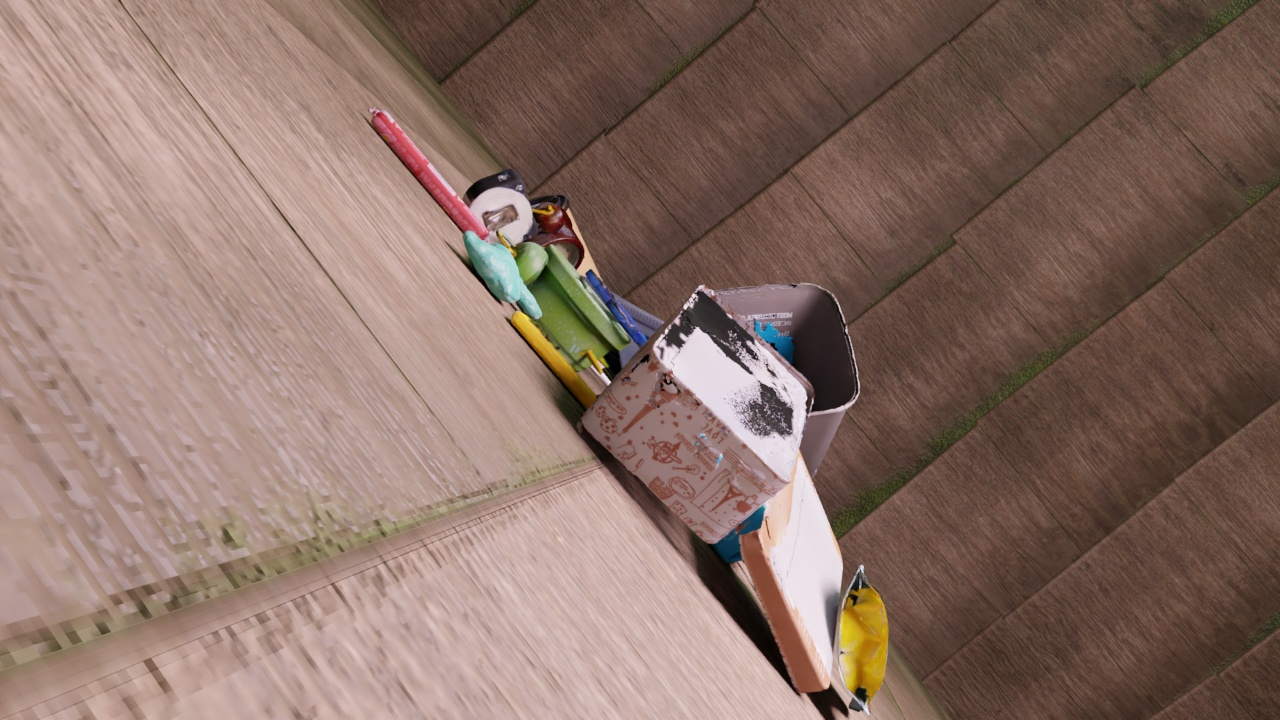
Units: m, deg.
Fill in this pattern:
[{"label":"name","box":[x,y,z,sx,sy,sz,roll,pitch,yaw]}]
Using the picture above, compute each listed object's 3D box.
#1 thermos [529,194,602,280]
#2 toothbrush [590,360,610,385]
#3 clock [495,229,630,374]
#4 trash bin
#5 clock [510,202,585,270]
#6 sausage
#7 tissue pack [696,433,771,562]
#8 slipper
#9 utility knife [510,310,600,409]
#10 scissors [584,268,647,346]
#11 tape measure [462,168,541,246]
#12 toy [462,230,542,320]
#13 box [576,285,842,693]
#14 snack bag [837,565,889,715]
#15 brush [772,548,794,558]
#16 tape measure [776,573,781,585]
[{"label":"thermos","box":[-0.109,-0.143,1.183,0.143,0.093,0.093,59,-1,-29]},{"label":"toothbrush","box":[0.002,0.061,0.955,0.180,0.016,0.016,51,8,0]},{"label":"clock","box":[-0.076,-0.058,0.838,0.161,0.056,0.116,51,2,-1]},{"label":"trash bin","box":[0.156,0.044,1.175,0.220,0.199,0.198,86,-1,-55]},{"label":"clock","box":[-0.108,-0.126,0.976,0.055,0.082,0.122,59,4,27]},{"label":"sausage","box":[-0.186,-0.162,0.815,0.156,0.020,0.020,50,3,-15]},{"label":"tissue pack","box":[0.071,0.118,0.819,0.140,0.063,0.090,52,5,18]},{"label":"slipper","box":[-0.006,0.006,1.012,0.268,0.083,0.111,35,-27,23]},{"label":"utility knife","box":[-0.047,0.019,0.710,0.154,0.015,0.033,50,0,-16]},{"label":"scissors","box":[-0.002,-0.024,0.864,0.162,0.012,0.176,52,2,25]},{"label":"tape measure","box":[-0.134,-0.139,0.865,0.033,0.066,0.066,-123,-168,-53]},{"label":"toy","box":[-0.110,-0.069,0.741,0.096,0.030,0.092,56,4,-16]},{"label":"box","box":[0.084,0.086,0.677,0.272,0.107,0.177,56,24,-8]},{"label":"snack bag","box":[0.178,0.228,0.742,0.191,0.039,0.110,57,28,-68]},{"label":"brush","box":[0.153,0.207,0.951,0.073,0.063,0.146,36,-13,43]},{"label":"tape measure","box":[0.149,0.236,0.884,0.060,0.029,0.057,33,10,-10]}]
